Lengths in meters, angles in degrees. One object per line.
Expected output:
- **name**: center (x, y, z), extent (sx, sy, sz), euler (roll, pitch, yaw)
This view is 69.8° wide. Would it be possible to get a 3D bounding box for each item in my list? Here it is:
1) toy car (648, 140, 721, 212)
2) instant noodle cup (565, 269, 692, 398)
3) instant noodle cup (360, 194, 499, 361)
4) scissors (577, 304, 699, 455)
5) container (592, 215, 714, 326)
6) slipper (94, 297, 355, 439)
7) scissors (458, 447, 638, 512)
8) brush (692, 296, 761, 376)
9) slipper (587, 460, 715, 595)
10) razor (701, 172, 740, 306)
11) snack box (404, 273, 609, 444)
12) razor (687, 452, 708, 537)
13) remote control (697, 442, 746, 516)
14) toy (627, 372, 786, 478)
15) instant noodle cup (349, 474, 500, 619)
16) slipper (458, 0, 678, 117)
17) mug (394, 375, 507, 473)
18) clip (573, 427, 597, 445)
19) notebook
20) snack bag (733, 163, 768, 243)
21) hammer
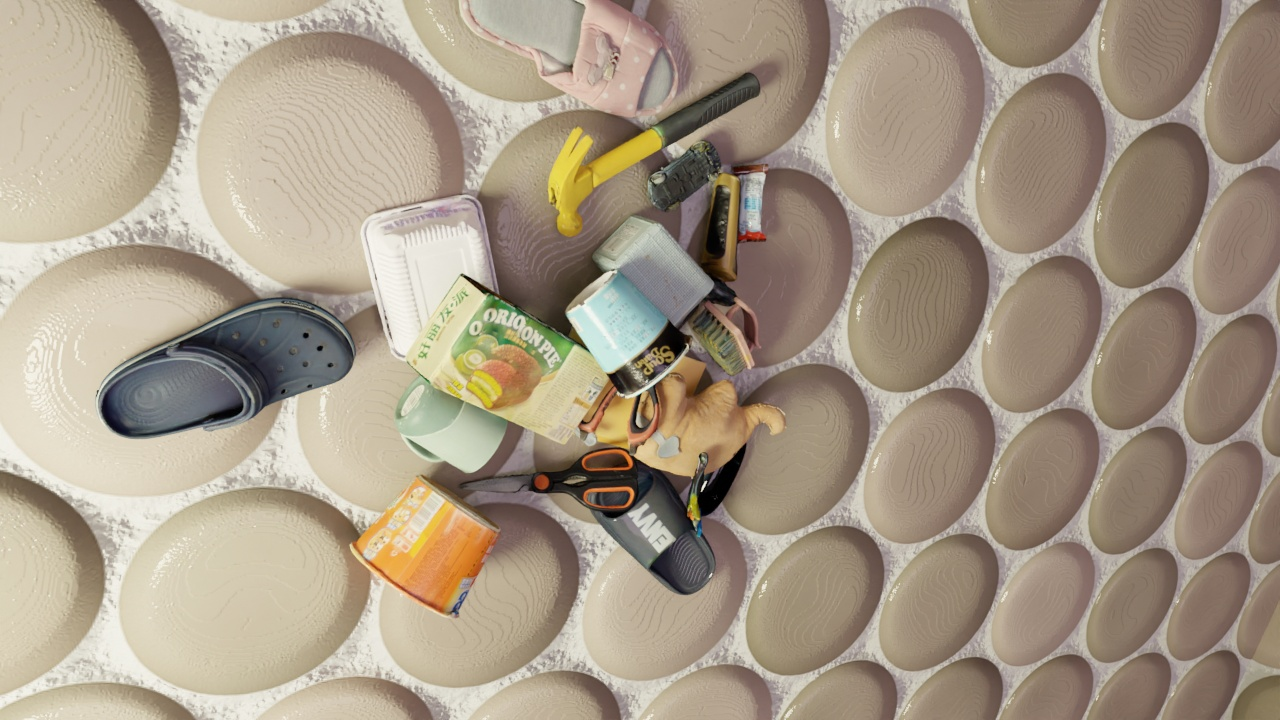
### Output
- **toy car**: center (0.051, -0.224, 1.115), extent (0.105, 0.031, 0.049), euler (-39, 121, -11)
- **instant noodle cup**: center (-0.019, -0.036, 1.044), extent (0.111, 0.111, 0.120), euler (-41, 103, -8)
- **instant noodle cup**: center (-0.221, -0.085, 1.013), extent (0.137, 0.060, 0.173), euler (-17, 114, -21)
- **scissors**: center (0.004, 0.016, 1.139), extent (0.197, 0.213, 0.015), euler (-18, 156, 9)
- **container**: center (0.012, -0.109, 1.107), extent (0.090, 0.090, 0.111), euler (-45, 119, -6)
- **slipper**: center (-0.418, 0.013, 0.930), extent (0.252, 0.095, 0.105), euler (-19, 118, -16)
- **scissors**: center (-0.114, 0.141, 1.165), extent (0.235, 0.022, 0.125), euler (17, 71, -8)
- **brush**: center (0.121, -0.028, 1.183), extent (0.073, 0.063, 0.145), euler (-44, 152, -3)
- **slipper**: center (0.035, 0.239, 1.251), extent (0.110, 0.083, 0.268), euler (-43, 123, -9)
- **razor**: center (0.100, -0.151, 1.155), extent (0.067, 0.062, 0.167), euler (-16, 116, -57)
- **snack box**: center (-0.139, 0.005, 1.031), extent (0.114, 0.063, 0.240), euler (-56, 141, 2)
- **razor**: center (0.074, 0.172, 1.204), extent (0.022, 0.042, 0.143), euler (1, 131, -2)
- **remote control**: center (0.112, 0.162, 1.294), extent (0.053, 0.024, 0.136), euler (21, 98, -32)
- **toy**: center (0.086, 0.091, 1.210), extent (0.225, 0.082, 0.144), euler (8, 118, -33)
- **instant noodle cup**: center (-0.242, 0.211, 1.067), extent (0.151, 0.151, 0.111), euler (40, 79, -32)
- **slipper**: center (-0.066, -0.347, 0.996), extent (0.274, 0.054, 0.114), euler (19, 99, -32)
- **mug**: center (-0.230, 0.076, 1.060), extent (0.106, 0.082, 0.112), euler (36, 125, -28)
- **clip**: center (-0.079, 0.084, 1.164), extent (0.024, 0.028, 0.057), euler (-46, 114, -5)
- **notebook**: center (-0.023, 0.041, 1.189), extent (0.206, 0.010, 0.146), euler (18, 100, -31)
- **snack bag**: center (0.140, -0.198, 1.172), extent (0.048, 0.026, 0.104), euler (-4, 111, -1)
- **hammer**: center (0.019, -0.259, 1.068), extent (0.300, 0.033, 0.129), euler (-33, 152, -19)
